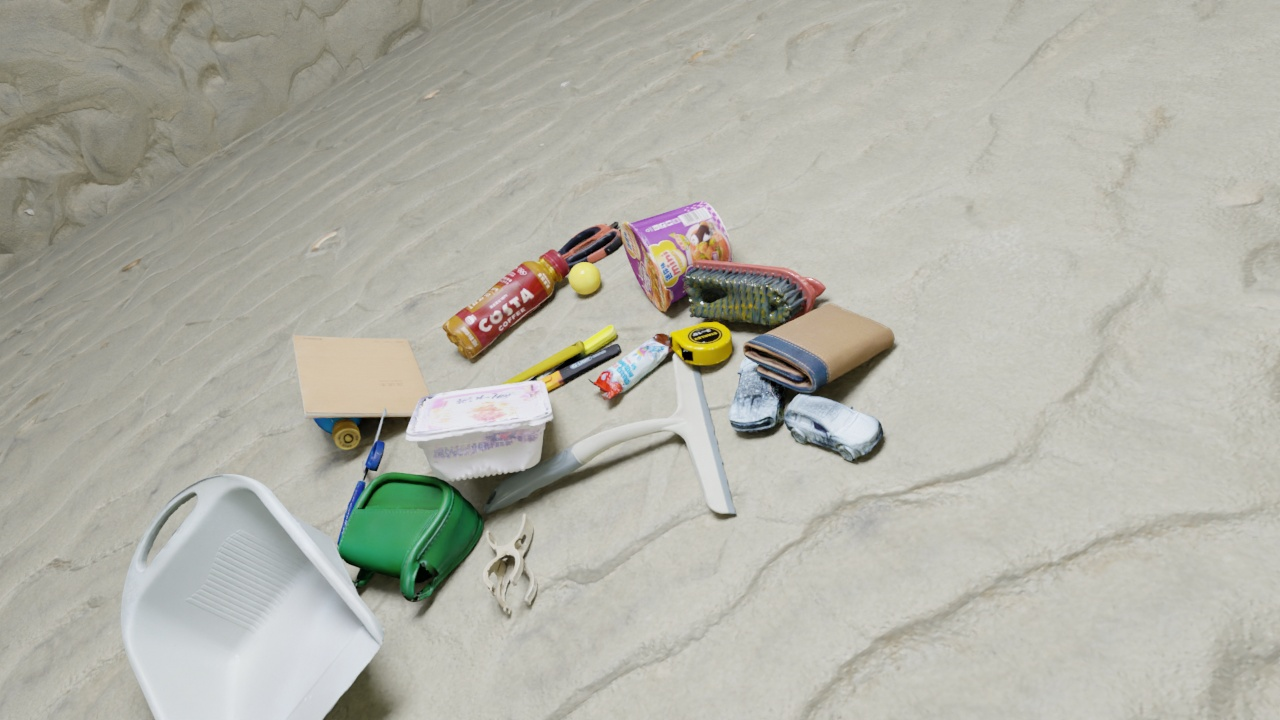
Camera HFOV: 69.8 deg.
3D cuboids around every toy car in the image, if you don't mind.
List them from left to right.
[{"bbox_3d":[0.113,0.025,0.867,0.049,0.031,0.105,-7,38,25],"label":"toy car"},{"bbox_3d":[0.166,0.054,0.792,0.042,0.034,0.091,-41,38,-24],"label":"toy car"}]

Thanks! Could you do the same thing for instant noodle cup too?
[{"bbox_3d":[-0.156,0.071,0.917,0.138,0.060,0.173,-8,10,-7],"label":"instant noodle cup"},{"bbox_3d":[0.045,-0.125,1.049,0.099,0.112,0.111,-25,34,-12],"label":"instant noodle cup"}]

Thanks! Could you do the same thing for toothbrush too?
[{"bbox_3d":[-0.149,0.022,1.051,0.190,0.016,0.015,-26,34,13],"label":"toothbrush"}]

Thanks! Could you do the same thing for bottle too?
[{"bbox_3d":[-0.387,0.047,1.158,0.065,0.065,0.218,-33,35,-7],"label":"bottle"},{"bbox_3d":[-0.167,-0.075,1.166,0.174,0.057,0.057,-41,36,-17],"label":"bottle"}]

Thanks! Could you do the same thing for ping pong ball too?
[{"bbox_3d":[-0.070,-0.103,1.148,0.040,0.040,0.040,-19,36,14],"label":"ping pong ball"}]

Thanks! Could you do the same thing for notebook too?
[{"bbox_3d":[-0.348,0.018,1.144,0.149,0.012,0.211,1,25,-25],"label":"notebook"}]

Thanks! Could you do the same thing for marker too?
[{"bbox_3d":[-0.080,-0.001,1.051,0.124,0.015,0.018,-34,34,-3],"label":"marker"},{"bbox_3d":[-0.078,0.012,1.031,0.124,0.015,0.018,-27,40,-1],"label":"marker"}]

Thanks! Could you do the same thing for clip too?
[{"bbox_3d":[-0.119,0.181,0.829,0.076,0.035,0.100,-25,30,7],"label":"clip"}]

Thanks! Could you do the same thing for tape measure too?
[{"bbox_3d":[0.066,-0.015,0.949,0.060,0.029,0.057,-17,32,-17],"label":"tape measure"}]

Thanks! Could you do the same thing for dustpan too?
[{"bbox_3d":[-0.367,0.228,0.807,0.223,0.142,0.258,-51,31,2],"label":"dustpan"}]

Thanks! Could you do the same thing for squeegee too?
[{"bbox_3d":[-0.049,0.092,0.888,0.247,0.039,0.246,-22,35,10],"label":"squeegee"}]

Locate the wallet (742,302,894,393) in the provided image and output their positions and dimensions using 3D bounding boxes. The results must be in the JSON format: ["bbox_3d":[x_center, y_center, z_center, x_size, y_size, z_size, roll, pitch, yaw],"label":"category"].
[{"bbox_3d":[0.165,-0.014,0.851,0.115,0.033,0.090,-27,36,-30],"label":"wallet"}]

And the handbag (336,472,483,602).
[{"bbox_3d":[-0.228,0.173,0.893,0.131,0.068,0.120,3,53,35],"label":"handbag"}]

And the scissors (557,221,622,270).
[{"bbox_3d":[-0.125,-0.133,1.249,0.211,0.015,0.176,-4,43,31],"label":"scissors"}]

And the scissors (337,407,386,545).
[{"bbox_3d":[-0.297,0.120,0.994,0.163,0.012,0.175,-43,31,55],"label":"scissors"}]

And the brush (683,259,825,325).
[{"bbox_3d":[0.120,-0.073,0.964,0.146,0.063,0.069,9,29,41],"label":"brush"}]

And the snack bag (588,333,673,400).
[{"bbox_3d":[-0.006,0.006,0.978,0.105,0.026,0.045,-36,30,-15],"label":"snack bag"}]
